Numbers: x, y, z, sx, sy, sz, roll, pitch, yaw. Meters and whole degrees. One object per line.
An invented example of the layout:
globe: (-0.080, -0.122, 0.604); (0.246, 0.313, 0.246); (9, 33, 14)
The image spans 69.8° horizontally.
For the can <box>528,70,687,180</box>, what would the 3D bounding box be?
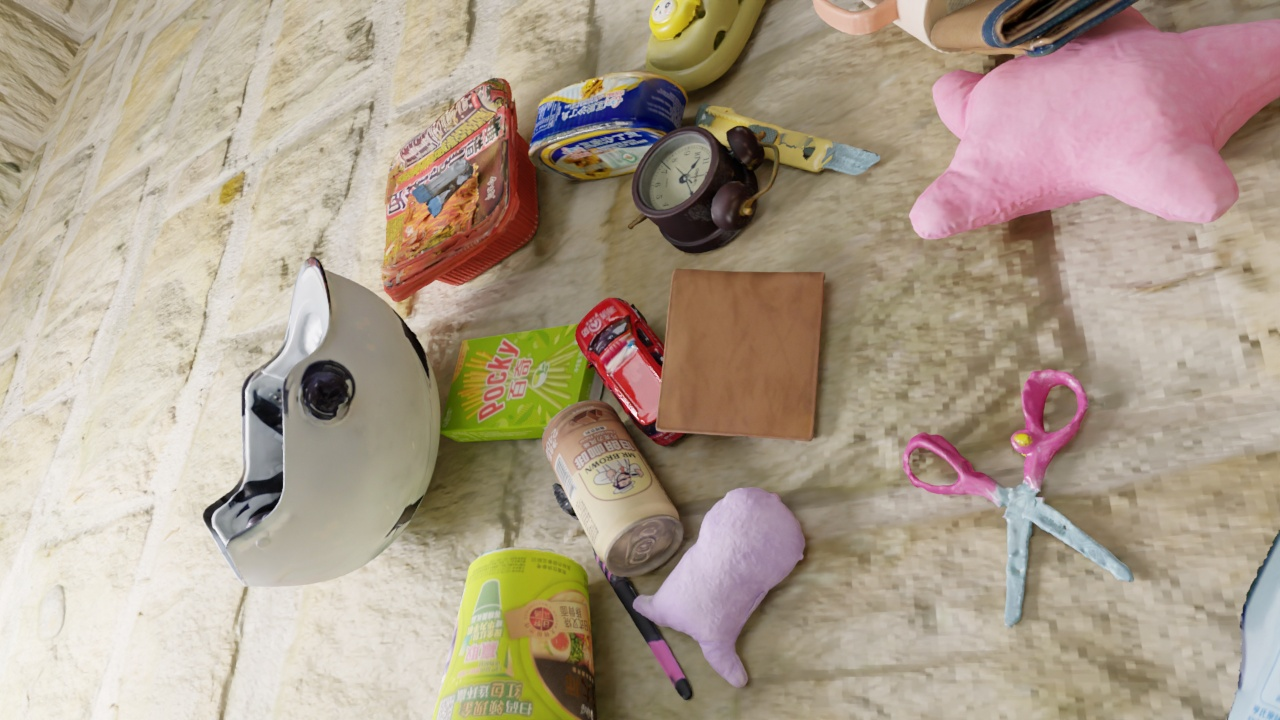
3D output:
can: (-0.029, -0.190, 0.754); (0.148, 0.074, 0.049); (-1, 71, 41)

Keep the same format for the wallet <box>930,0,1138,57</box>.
wallet: (0.218, -0.197, 0.506); (0.090, 0.033, 0.115); (-27, 18, 8)

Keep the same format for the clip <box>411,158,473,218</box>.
clip: (-0.166, -0.150, 0.783); (0.058, 0.045, 0.027); (-37, 50, 5)

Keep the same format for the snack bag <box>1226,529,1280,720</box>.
snack bag: (0.268, 0.151, 0.343); (0.110, 0.039, 0.191); (27, 85, 51)

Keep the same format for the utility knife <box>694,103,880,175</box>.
utility knife: (0.100, -0.161, 0.672); (0.188, 0.020, 0.031); (31, 96, 41)

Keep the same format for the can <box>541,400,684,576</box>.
can: (-0.020, 0.083, 0.613); (0.058, 0.058, 0.116); (-46, 46, 12)

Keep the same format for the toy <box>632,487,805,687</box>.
toy: (0.054, 0.126, 0.541); (0.084, 0.039, 0.108); (34, 89, 28)

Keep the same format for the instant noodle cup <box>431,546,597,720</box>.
instant noodle cup: (-0.076, 0.188, 0.579); (0.112, 0.111, 0.123); (-24, 47, 30)

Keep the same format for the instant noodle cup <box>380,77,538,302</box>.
instant noodle cup: (-0.160, -0.146, 0.840); (0.165, 0.079, 0.188); (-26, 53, 29)

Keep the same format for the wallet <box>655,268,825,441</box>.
wallet: (0.064, -0.005, 0.589); (0.101, 0.020, 0.115); (3, 71, 15)

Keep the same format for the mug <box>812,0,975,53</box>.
mug: (0.172, -0.252, 0.596); (0.114, 0.082, 0.106); (-30, 50, -2)

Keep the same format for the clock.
clock: (0.049, -0.127, 0.665); (0.122, 0.055, 0.082); (-4, 65, 38)

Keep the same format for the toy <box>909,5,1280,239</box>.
toy: (0.248, -0.139, 0.489); (0.195, 0.074, 0.178); (-1, 56, 38)

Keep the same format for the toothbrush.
toothbrush: (-0.016, 0.145, 0.607); (0.014, 0.017, 0.189); (-47, 47, 9)

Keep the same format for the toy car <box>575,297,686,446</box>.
toy car: (-0.004, 0.004, 0.640); (0.053, 0.045, 0.120); (-44, 57, 9)

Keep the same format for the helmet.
helmet: (-0.241, 0.060, 0.745); (0.230, 0.145, 0.258); (-13, 62, 57)

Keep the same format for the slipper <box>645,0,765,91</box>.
slipper: (0.055, -0.311, 0.740); (0.092, 0.081, 0.190); (27, 84, 48)

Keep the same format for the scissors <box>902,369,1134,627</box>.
scissors: (0.188, 0.068, 0.472); (0.131, 0.017, 0.133); (0, 72, 39)

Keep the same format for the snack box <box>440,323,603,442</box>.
snack box: (-0.094, 0.020, 0.734); (0.157, 0.026, 0.085); (-6, 64, 40)
